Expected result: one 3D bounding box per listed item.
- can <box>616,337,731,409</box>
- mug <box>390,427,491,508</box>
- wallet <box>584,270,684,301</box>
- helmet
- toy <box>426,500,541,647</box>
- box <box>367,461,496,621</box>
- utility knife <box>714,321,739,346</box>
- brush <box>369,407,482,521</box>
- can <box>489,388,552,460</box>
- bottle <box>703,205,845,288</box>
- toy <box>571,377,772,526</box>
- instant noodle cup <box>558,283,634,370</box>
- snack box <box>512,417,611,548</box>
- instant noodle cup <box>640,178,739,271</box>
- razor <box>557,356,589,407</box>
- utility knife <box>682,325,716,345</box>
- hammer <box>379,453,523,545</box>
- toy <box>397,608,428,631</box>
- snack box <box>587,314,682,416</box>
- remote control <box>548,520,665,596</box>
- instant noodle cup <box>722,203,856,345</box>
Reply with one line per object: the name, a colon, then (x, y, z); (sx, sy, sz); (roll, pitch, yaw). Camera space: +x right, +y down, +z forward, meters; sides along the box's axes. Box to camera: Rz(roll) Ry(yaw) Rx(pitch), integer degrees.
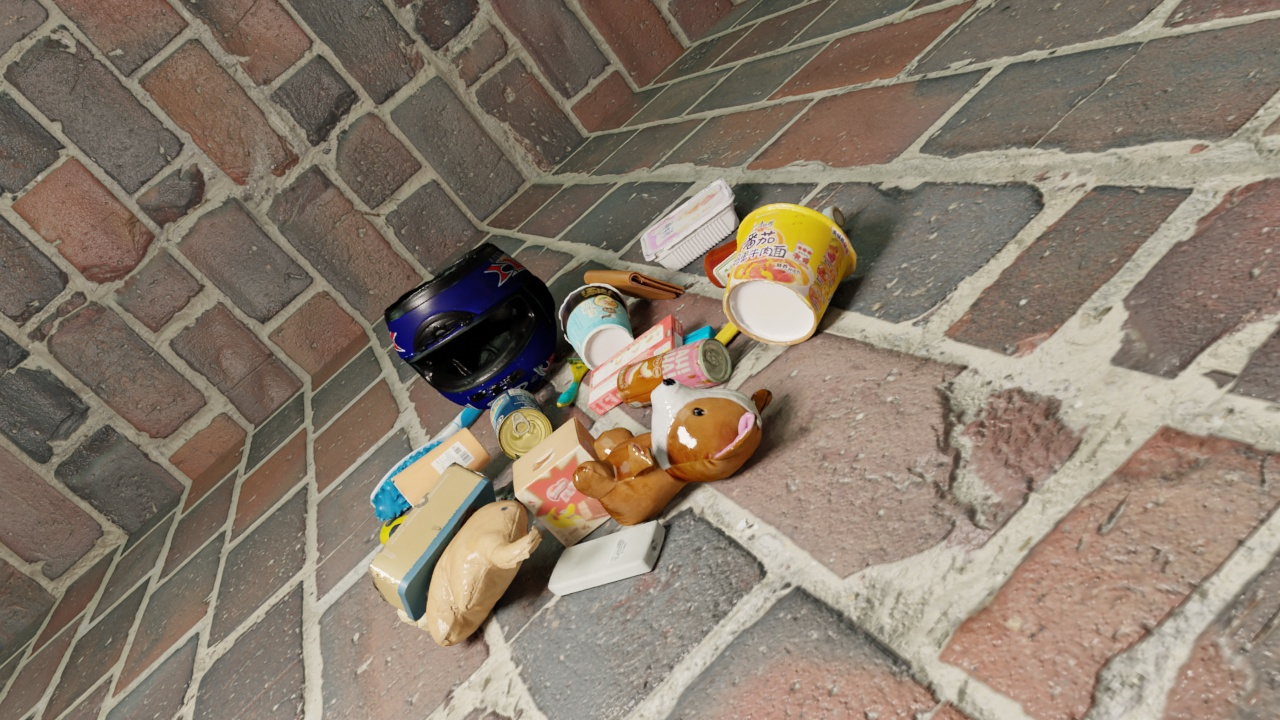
can: (0.038, 0.017, 1.120); (0.148, 0.058, 0.057); (-20, 29, 43)
mug: (-0.270, 0.152, 1.262); (0.122, 0.078, 0.078); (-41, 21, -12)
wallet: (-0.010, -0.117, 1.417); (0.132, 0.107, 0.031); (9, 86, 57)
helmet: (-0.254, -0.040, 1.459); (0.247, 0.240, 0.315); (-32, 12, 8)
toy: (-0.160, 0.206, 0.962); (0.227, 0.082, 0.143); (-53, 21, 43)
box: (-0.238, 0.210, 1.054); (0.060, 0.090, 0.183); (21, 54, 17)
utility knife: (0.124, -0.047, 1.165); (0.170, 0.015, 0.033); (-46, 16, -12)
brush: (-0.322, 0.135, 1.507); (0.314, 0.060, 0.110); (-44, 18, -17)
can: (-0.172, 0.089, 1.307); (0.075, 0.075, 0.111); (-41, 21, -2)
bottle: (0.178, -0.153, 1.230); (0.207, 0.060, 0.059); (-20, 28, 40)
toy: (0.036, 0.082, 0.926); (0.200, 0.130, 0.139); (-21, 14, 21)
instant noodle cup: (-0.056, -0.041, 1.348); (0.111, 0.111, 0.120); (-38, 29, 6)
snack box: (-0.077, 0.136, 1.026); (0.093, 0.094, 0.077); (-37, 22, 6)
instant noodle cup: (0.088, -0.214, 1.497); (0.174, 0.060, 0.137); (-37, 21, 12)
razor: (-0.102, 0.035, 1.361); (0.043, 0.028, 0.132); (0, 31, 12)
utility knife: (0.025, -0.006, 1.247); (0.199, 0.018, 0.034); (-23, 27, 40)
hammer: (-0.261, 0.208, 1.280); (0.324, 0.032, 0.125); (-22, 27, 40)
toy: (-0.245, 0.252, 1.119); (0.105, 0.066, 0.156); (-3, 47, 23)
snack box: (-0.007, 0.007, 1.229); (0.153, 0.025, 0.075); (-35, 31, 26)
remote control: (-0.035, 0.202, 0.929); (0.135, 0.019, 0.056); (-25, 26, 34)
instant noodle cup: (0.161, -0.092, 1.043); (0.138, 0.138, 0.109); (-17, 38, 45)
